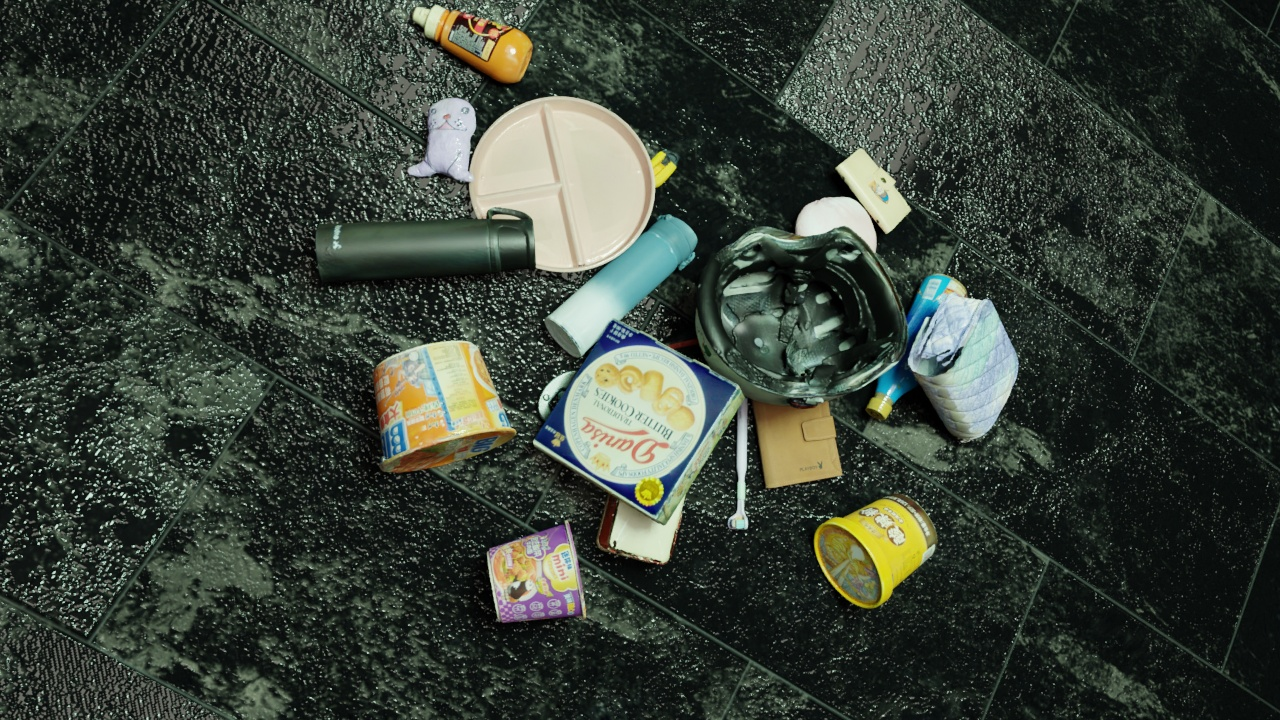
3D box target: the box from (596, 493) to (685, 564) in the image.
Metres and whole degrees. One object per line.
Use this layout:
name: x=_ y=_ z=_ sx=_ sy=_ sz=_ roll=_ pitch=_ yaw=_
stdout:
box: x=0.013 y=0.156 z=1.107 sx=0.091 sy=0.076 sz=0.168 roll=17 pitch=78 yaw=-12

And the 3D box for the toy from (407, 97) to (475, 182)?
toy: x=-0.236 y=-0.270 z=1.119 sx=0.084 sy=0.039 sz=0.108 roll=5 pitch=81 yaw=7

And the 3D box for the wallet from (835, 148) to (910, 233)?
wallet: x=0.326 y=-0.239 z=1.272 sx=0.115 sy=0.024 sz=0.087 roll=51 pitch=46 yaw=-1

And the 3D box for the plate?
plate: x=-0.097 y=-0.217 z=1.140 sx=0.229 sy=0.028 sz=0.229 roll=1 pitch=78 yaw=-6

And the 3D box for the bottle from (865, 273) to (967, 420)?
bottle: x=0.369 y=-0.016 z=1.242 sx=0.065 sy=0.065 sz=0.218 roll=35 pitch=74 yaw=-9

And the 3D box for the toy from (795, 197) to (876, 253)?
toy: x=0.275 y=-0.146 z=1.238 sx=0.121 sy=0.054 sz=0.159 roll=-21 pitch=84 yaw=-22

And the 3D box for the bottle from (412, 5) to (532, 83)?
bottle: x=-0.211 y=-0.399 z=1.137 sx=0.149 sy=0.067 sz=0.066 roll=23 pitch=76 yaw=-5

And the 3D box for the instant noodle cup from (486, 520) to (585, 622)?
instant noodle cup: x=-0.120 y=0.247 z=1.044 sx=0.099 sy=0.112 sz=0.111 roll=-10 pitch=85 yaw=-10

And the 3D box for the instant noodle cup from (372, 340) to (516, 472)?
instant noodle cup: x=-0.226 y=0.050 z=1.023 sx=0.151 sy=0.152 sz=0.111 roll=-13 pitch=77 yaw=-18

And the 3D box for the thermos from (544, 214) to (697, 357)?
thermos: x=-0.019 y=-0.096 z=1.142 sx=0.220 sy=0.070 sz=0.070 roll=-42 pitch=95 yaw=-18

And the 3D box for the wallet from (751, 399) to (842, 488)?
wallet: x=0.202 y=0.094 z=1.197 sx=0.107 sy=0.031 sz=0.131 roll=-7 pitch=85 yaw=-15

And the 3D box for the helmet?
helmet: x=0.182 y=-0.040 z=1.141 sx=0.273 sy=0.157 sz=0.230 roll=-14 pitch=71 yaw=-18

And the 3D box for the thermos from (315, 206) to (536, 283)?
thermos: x=-0.245 y=-0.136 z=1.068 sx=0.242 sy=0.069 sz=0.089 roll=-4 pitch=50 yaw=-8

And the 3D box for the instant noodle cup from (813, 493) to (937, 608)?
instant noodle cup: x=0.302 y=0.235 z=1.163 sx=0.114 sy=0.119 sz=0.118 roll=-24 pitch=89 yaw=-26

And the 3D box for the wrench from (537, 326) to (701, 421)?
wrench: x=-0.007 y=0.007 z=1.155 sx=0.273 sy=0.016 sz=0.056 roll=-24 pitch=92 yaw=-18

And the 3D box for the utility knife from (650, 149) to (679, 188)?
utility knife: x=-0.012 y=-0.213 z=1.187 sx=0.033 sy=0.015 sz=0.180 roll=45 pitch=73 yaw=-3

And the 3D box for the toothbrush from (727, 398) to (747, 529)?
toothbrush: x=0.128 y=0.121 z=1.177 sx=0.021 sy=0.029 sz=0.189 roll=18 pitch=71 yaw=-54

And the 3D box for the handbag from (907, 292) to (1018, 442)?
handbag: x=0.424 y=0.008 z=1.205 sx=0.194 sy=0.076 sz=0.134 roll=45 pitch=71 yaw=-44

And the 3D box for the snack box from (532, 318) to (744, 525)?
snack box: x=-0.002 y=0.069 z=1.069 sx=0.178 sy=0.046 sz=0.182 roll=29 pitch=81 yaw=22
